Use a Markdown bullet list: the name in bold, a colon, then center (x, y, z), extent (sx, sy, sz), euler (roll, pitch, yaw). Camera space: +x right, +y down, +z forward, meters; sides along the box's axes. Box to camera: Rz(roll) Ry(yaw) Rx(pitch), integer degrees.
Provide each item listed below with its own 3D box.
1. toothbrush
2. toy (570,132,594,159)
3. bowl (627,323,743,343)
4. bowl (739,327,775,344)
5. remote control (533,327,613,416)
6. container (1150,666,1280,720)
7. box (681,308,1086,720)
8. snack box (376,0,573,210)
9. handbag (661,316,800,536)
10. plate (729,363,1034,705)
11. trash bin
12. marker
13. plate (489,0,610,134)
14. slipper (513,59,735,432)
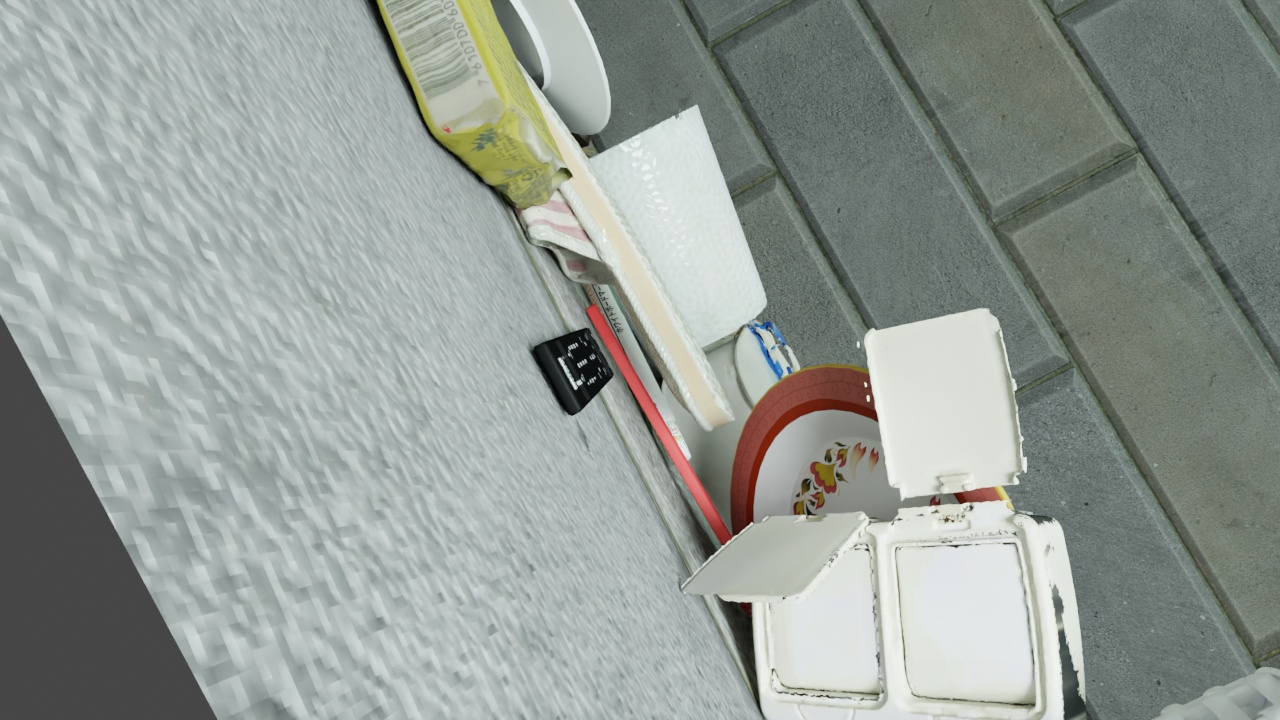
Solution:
- **toothbrush**: center (0.016, 0.057, 0.553), extent (0.212, 0.018, 0.012), euler (60, 5, 14)
- **toy**: center (-0.067, -0.187, 0.761), extent (0.076, 0.062, 0.100), euler (23, -3, 26)
- **bowl**: center (0.025, -0.067, 0.825), extent (0.063, 0.144, 0.145), euler (-18, -78, 58)
- **bowl**: center (0.070, 0.020, 0.872), extent (0.074, 0.117, 0.118), euler (15, -24, 31)
- **remote control**: center (-0.027, 0.002, 0.417), extent (0.030, 0.009, 0.140), euler (62, 5, -2)
- **container**: center (0.184, 0.229, 0.305), extent (0.189, 0.187, 0.189), euler (61, 5, -10)
- **box**: center (0.093, 0.072, 0.396), extent (0.098, 0.144, 0.183), euler (13, 69, -48)
- **snack box**: center (-0.096, -0.164, 0.437), extent (0.181, 0.045, 0.121), euler (65, 5, 8)
- **handbag**: center (0.121, 0.056, 0.748), extent (0.200, 0.093, 0.199), euler (60, 30, -4)
- **plate**: center (0.126, 0.113, 0.500), extent (0.230, 0.021, 0.230), euler (28, -57, 54)
- **trash bin**: center (0.018, -0.095, 0.716), extent (0.161, 0.133, 0.133), euler (63, 5, -13)
- **marker**: center (-0.004, 0.004, 0.603), extent (0.145, 0.017, 0.017), euler (64, 6, 24)
- **plate**: center (-0.096, -0.223, 0.574), extent (0.208, 0.015, 0.209), euler (44, -12, 11)
- **slipper**: center (-0.030, -0.068, 0.534), extent (0.263, 0.052, 0.115), euler (58, 7, 6)
